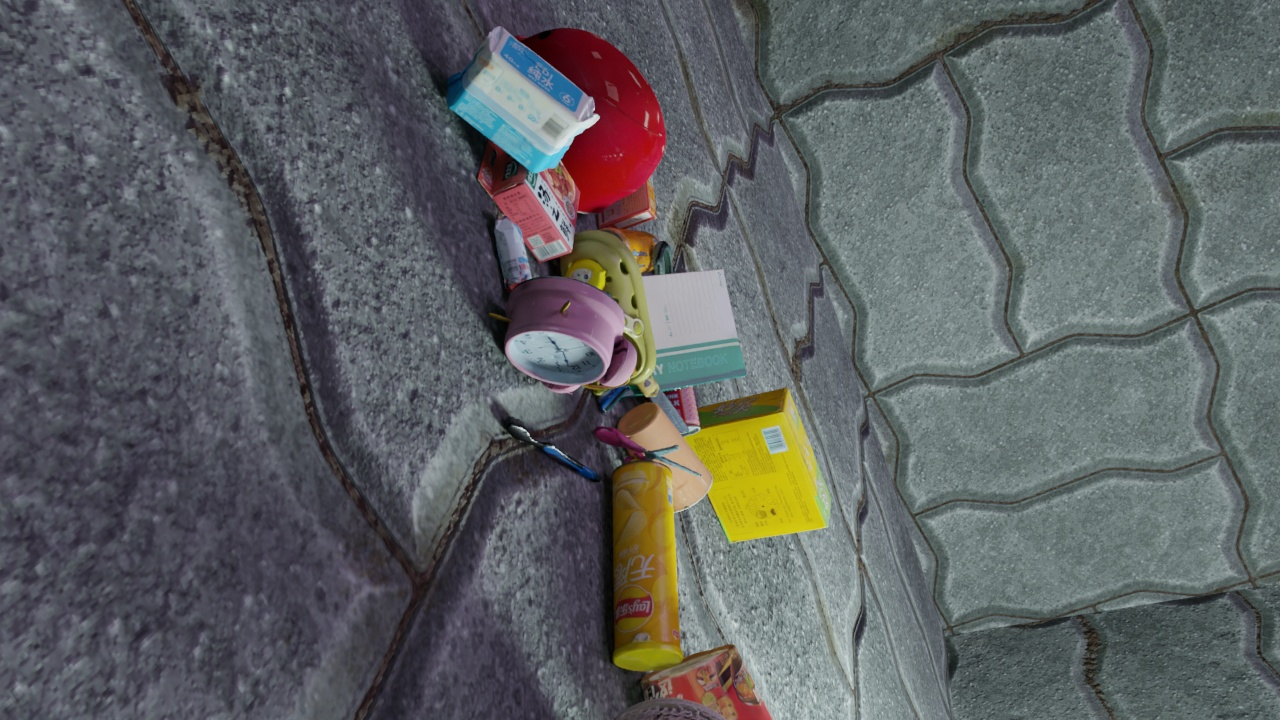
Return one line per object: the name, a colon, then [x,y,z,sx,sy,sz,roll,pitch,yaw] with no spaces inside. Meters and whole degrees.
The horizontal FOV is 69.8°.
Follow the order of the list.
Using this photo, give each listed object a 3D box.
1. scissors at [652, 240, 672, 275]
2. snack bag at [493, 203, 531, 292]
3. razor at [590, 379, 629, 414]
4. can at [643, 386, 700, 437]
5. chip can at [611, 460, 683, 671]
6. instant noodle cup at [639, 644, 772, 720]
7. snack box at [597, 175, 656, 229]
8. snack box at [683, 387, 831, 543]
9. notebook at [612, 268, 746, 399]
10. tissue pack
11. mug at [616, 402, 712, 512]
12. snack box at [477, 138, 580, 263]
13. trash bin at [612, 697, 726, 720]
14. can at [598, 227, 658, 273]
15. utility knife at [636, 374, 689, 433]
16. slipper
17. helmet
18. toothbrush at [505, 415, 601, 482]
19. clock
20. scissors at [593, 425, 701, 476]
scissors: [0.016,-0.079,1.224,0.170,0.019,0.179,-4,104,-68]
snack bag: [-0.130,-0.106,0.936,0.048,0.026,0.104,34,42,-78]
razor: [-0.064,0.002,1.034,0.042,0.022,0.143,-49,130,-13]
can: [0.038,0.051,1.195,0.066,0.067,0.093,26,52,-64]
chip can: [0.005,0.216,0.978,0.072,0.072,0.213,50,30,-48]
instant noodle cup: [0.066,0.366,0.952,0.137,0.138,0.108,10,57,-68]
snack box: [-0.024,-0.250,1.248,0.027,0.077,0.155,42,37,-55]
snack box: [0.169,0.155,1.330,0.210,0.158,0.069,65,26,-22]
notebook: [0.038,-0.038,1.173,0.208,0.012,0.150,-9,83,-33]
tissue pack: [-0.120,-0.260,0.925,0.140,0.090,0.063,35,43,-20]
mug: [0.026,0.114,1.113,0.123,0.078,0.078,58,25,-25]
snack box: [-0.118,-0.192,1.005,0.127,0.044,0.113,55,27,-41]
trash bin: [0.018,0.375,0.724,0.192,0.228,0.227,-26,99,-82]
can: [-0.020,-0.143,1.203,0.145,0.058,0.058,-17,91,-70]
utility knife: [-0.007,0.007,1.120,0.030,0.022,0.213,-40,104,-26]
slipper: [-0.039,-0.053,1.047,0.081,0.092,0.190,-50,124,-63]
helmet: [-0.053,-0.310,1.133,0.206,0.144,0.240,-30,101,-67]
toothbrush: [-0.084,0.093,0.923,0.016,0.014,0.189,58,9,33]
clock: [-0.068,-0.015,0.904,0.158,0.117,0.059,47,43,-47]
scissors: [0.004,0.103,1.032,0.135,0.134,0.017,33,63,-17]
